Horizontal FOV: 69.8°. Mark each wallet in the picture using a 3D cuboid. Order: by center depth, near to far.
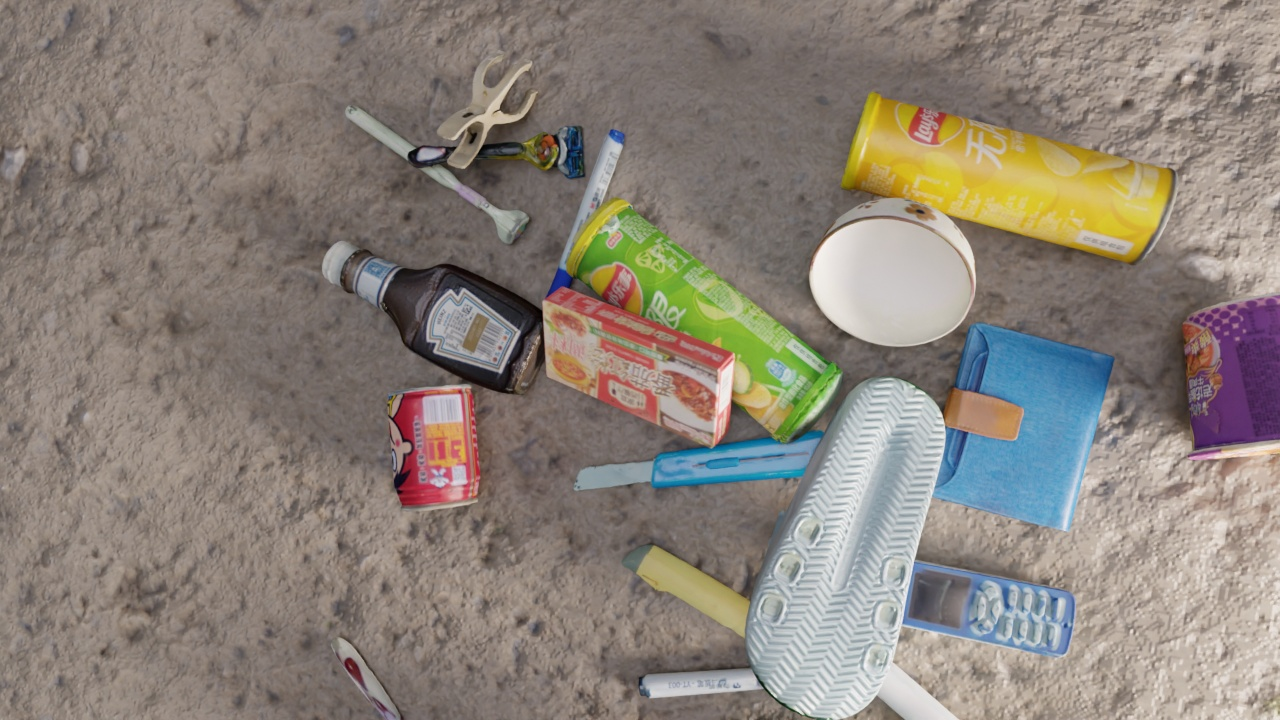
[{"bbox_3d":[0.272,0.047,0.660,0.106,0.040,0.133,15,90,6],"label":"wallet"}]

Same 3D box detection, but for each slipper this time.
[{"bbox_3d":[0.143,0.129,0.656,0.104,0.074,0.245,21,83,-3],"label":"slipper"}]

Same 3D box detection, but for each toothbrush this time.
[{"bbox_3d":[0.195,0.246,0.669,0.221,0.027,0.026,40,69,9],"label":"toothbrush"},{"bbox_3d":[-0.194,0.301,0.740,0.016,0.017,0.187,-40,82,5],"label":"toothbrush"},{"bbox_3d":[-0.172,-0.158,0.757,0.189,0.020,0.029,36,87,11],"label":"toothbrush"}]

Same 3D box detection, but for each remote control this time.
[{"bbox_3d":[0.245,0.178,0.664,0.125,0.024,0.049,10,89,9],"label":"remote control"}]

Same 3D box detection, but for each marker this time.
[{"bbox_3d":[0.063,0.242,0.698,0.131,0.018,0.022,-7,76,9],"label":"marker"},{"bbox_3d":[-0.044,-0.114,0.733,0.017,0.017,0.146,21,91,10],"label":"marker"}]

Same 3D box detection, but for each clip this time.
[{"bbox_3d":[-0.119,-0.192,0.730,0.035,0.081,0.104,22,77,17],"label":"clip"}]

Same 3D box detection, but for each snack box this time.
[{"bbox_3d":[-0.004,0.004,0.677,0.153,0.025,0.075,23,132,25],"label":"snack box"}]

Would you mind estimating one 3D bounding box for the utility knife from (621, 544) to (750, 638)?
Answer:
[{"bbox_3d":[0.073,0.194,0.692,0.195,0.020,0.031,29,86,20],"label":"utility knife"}]

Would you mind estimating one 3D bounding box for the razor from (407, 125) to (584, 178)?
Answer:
[{"bbox_3d":[-0.117,-0.167,0.736,0.143,0.022,0.042,-2,85,1],"label":"razor"}]

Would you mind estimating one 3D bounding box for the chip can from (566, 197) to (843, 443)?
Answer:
[{"bbox_3d":[0.047,-0.029,0.685,0.221,0.072,0.072,39,94,10],"label":"chip can"}]

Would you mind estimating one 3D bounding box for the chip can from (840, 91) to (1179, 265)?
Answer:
[{"bbox_3d":[0.255,-0.130,0.652,0.213,0.072,0.072,18,91,11],"label":"chip can"}]

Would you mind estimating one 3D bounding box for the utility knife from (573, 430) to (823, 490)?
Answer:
[{"bbox_3d":[0.048,0.082,0.707,0.207,0.018,0.034,-8,86,10],"label":"utility knife"}]

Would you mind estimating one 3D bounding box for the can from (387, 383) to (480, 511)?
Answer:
[{"bbox_3d":[-0.162,0.068,0.720,0.066,0.066,0.093,-7,87,10],"label":"can"}]

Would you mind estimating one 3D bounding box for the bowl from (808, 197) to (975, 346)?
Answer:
[{"bbox_3d":[0.184,-0.072,0.657,0.113,0.114,0.062,21,49,10],"label":"bowl"}]

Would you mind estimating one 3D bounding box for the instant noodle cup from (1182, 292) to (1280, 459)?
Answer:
[{"bbox_3d":[0.414,0.011,0.605,0.112,0.111,0.099,-8,77,9],"label":"instant noodle cup"}]

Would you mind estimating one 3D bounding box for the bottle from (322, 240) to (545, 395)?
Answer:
[{"bbox_3d":[-0.166,-0.042,0.738,0.195,0.044,0.080,26,92,11],"label":"bottle"}]
